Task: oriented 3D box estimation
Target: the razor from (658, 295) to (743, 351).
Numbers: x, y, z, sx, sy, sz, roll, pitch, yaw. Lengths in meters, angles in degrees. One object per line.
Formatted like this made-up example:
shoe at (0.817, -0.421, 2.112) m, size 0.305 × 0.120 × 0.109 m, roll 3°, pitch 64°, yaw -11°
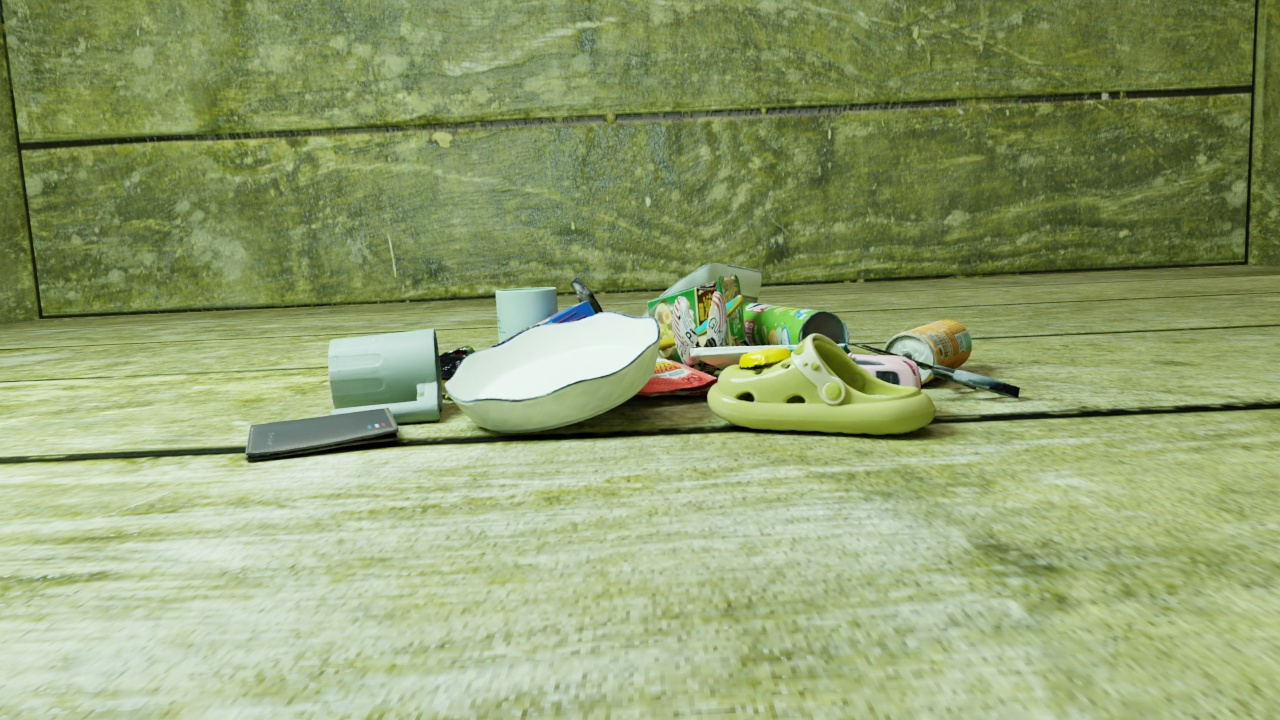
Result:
razor at (0.068, -0.043, 1.107) m, size 0.133 × 0.028 × 0.043 m, roll -27°, pitch -7°, yaw 23°

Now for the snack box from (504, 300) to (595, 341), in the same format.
snack box at (-0.138, -0.025, 1.137) m, size 0.156 × 0.026 × 0.085 m, roll -31°, pitch 8°, yaw -26°

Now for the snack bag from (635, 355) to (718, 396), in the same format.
snack bag at (-0.006, 0.006, 0.994) m, size 0.128 × 0.073 × 0.208 m, roll 3°, pitch 11°, yaw -26°

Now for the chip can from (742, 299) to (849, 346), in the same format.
chip can at (0.187, -0.039, 1.224) m, size 0.072 × 0.072 × 0.236 m, roll -5°, pitch 8°, yaw -18°

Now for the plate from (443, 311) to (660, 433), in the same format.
plate at (-0.077, 0.010, 0.858) m, size 0.205 × 0.045 × 0.204 m, roll -13°, pitch 18°, yaw 4°

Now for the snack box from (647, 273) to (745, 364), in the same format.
snack box at (0.070, -0.048, 1.178) m, size 0.106 × 0.117 × 0.118 m, roll -5°, pitch 3°, yaw 18°

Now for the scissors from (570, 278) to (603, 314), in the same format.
scissors at (-0.038, -0.039, 1.242) m, size 0.223 × 0.021 × 0.221 m, roll 45°, pitch -4°, yaw 40°

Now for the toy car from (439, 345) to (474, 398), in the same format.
toy car at (-0.176, 0.016, 0.999) m, size 0.156 × 0.041 × 0.071 m, roll 6°, pitch 32°, yaw 34°

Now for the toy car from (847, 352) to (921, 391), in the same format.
toy car at (0.190, 0.021, 0.820) m, size 0.123 × 0.056 × 0.037 m, roll 2°, pitch 2°, yaw 37°

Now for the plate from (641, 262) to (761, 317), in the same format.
plate at (0.096, -0.071, 1.343) m, size 0.162 × 0.034 × 0.265 m, roll -44°, pitch -20°, yaw 22°

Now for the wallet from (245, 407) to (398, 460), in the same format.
wallet at (-0.276, 0.064, 0.796) m, size 0.122 × 0.020 × 0.096 m, roll -7°, pitch 9°, yaw -19°

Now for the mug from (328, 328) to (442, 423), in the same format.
mug at (-0.252, 0.023, 0.912) m, size 0.103 × 0.084 × 0.123 m, roll -5°, pitch 32°, yaw -8°

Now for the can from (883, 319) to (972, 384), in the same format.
can at (0.313, -0.009, 0.996) m, size 0.058 × 0.058 × 0.145 m, roll 2°, pitch 9°, yaw 34°

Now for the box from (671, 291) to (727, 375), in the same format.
box at (0.079, -0.025, 1.022) m, size 0.079 × 0.074 × 0.164 m, roll -13°, pitch -18°, yaw -2°

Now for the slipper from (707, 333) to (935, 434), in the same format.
slipper at (0.150, 0.017, 0.770) m, size 0.191 × 0.081 × 0.091 m, roll 4°, pitch 7°, yaw 29°

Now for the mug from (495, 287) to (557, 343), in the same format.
mug at (-0.154, -0.045, 1.249) m, size 0.082 × 0.106 × 0.112 m, roll -5°, pitch 8°, yaw -12°

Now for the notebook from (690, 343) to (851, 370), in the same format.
notebook at (0.150, 0.000, 0.965) m, size 0.150 × 0.012 × 0.209 m, roll -1°, pitch -7°, yaw 18°

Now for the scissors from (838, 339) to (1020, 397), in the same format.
scissors at (0.275, 0.008, 0.870) m, size 0.159 × 0.014 × 0.171 m, roll 16°, pitch 2°, yaw 27°
